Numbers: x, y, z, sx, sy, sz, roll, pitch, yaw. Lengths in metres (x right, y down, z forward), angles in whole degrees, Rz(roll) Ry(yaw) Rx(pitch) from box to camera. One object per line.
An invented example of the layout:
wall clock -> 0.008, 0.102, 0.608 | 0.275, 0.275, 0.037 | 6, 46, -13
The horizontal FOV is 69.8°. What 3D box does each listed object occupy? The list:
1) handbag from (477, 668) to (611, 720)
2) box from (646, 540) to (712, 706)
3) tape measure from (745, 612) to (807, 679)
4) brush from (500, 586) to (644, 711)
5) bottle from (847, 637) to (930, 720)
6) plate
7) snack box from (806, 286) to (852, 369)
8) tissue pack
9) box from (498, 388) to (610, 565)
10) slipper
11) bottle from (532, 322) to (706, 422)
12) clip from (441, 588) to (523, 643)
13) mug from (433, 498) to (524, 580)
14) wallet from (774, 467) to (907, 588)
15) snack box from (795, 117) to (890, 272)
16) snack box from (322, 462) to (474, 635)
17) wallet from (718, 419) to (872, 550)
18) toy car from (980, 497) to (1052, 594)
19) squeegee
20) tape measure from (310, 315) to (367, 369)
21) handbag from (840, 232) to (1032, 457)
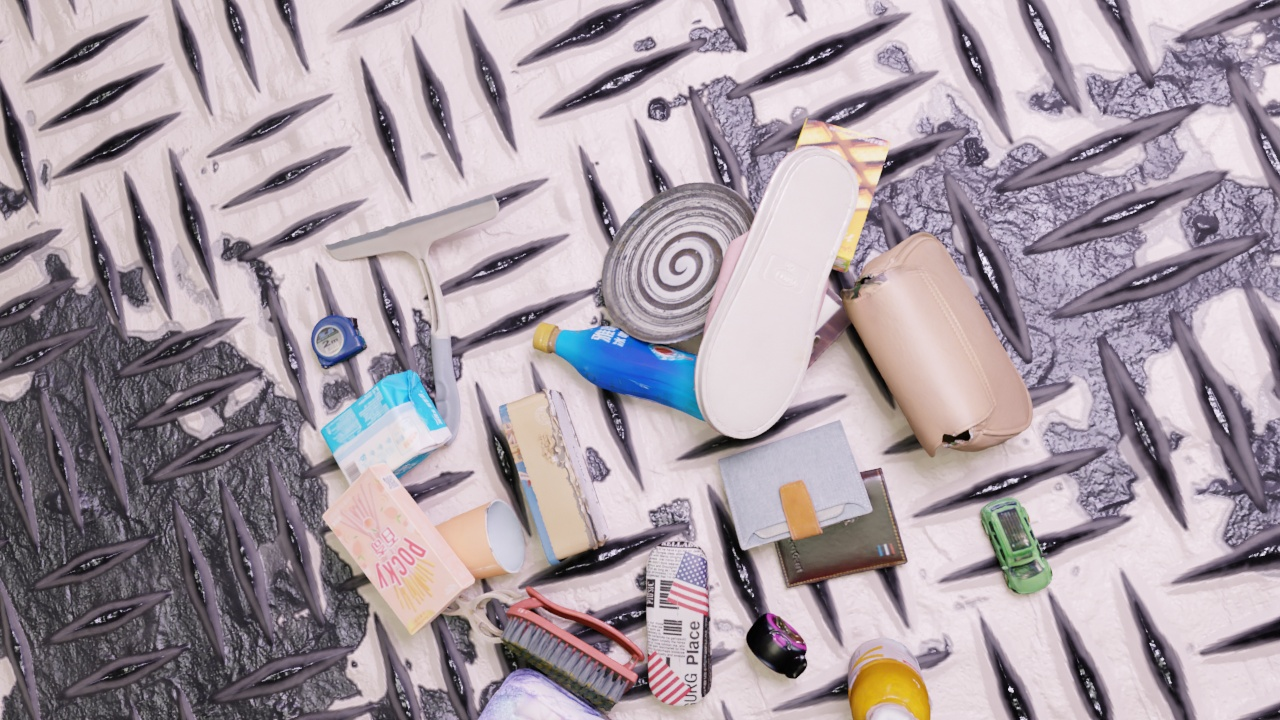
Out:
handbag -> -0.121, 0.420, 0.931 | 0.134, 0.075, 0.194 | 34, 96, 8
box -> 0.040, 0.263, 0.924 | 0.071, 0.057, 0.164 | 1, 88, -4
tape measure -> 0.134, 0.273, 0.890 | 0.058, 0.057, 0.039 | 37, 98, -4
brush -> -0.070, 0.288, 0.929 | 0.146, 0.063, 0.069 | 29, 58, 5
bottle -> 0.216, 0.294, 0.802 | 0.068, 0.189, 0.068 | -1, 85, 12
plate -> 0.041, -0.097, 0.923 | 0.180, 0.024, 0.179 | -12, 64, 27
snack box -> 0.131, -0.044, 0.909 | 0.125, 0.053, 0.113 | 45, 96, 11
tissue pack -> -0.272, 0.079, 0.978 | 0.140, 0.063, 0.090 | -35, 80, 27
box -> -0.084, 0.121, 0.931 | 0.060, 0.090, 0.184 | -18, 82, 4
slipper -> 0.119, -0.061, 0.839 | 0.114, 0.054, 0.274 | 14, 100, -20
bottle -> -0.006, 0.005, 0.930 | 0.219, 0.065, 0.065 | 17, 91, 12
clip -> -0.168, 0.253, 0.972 | 0.103, 0.035, 0.092 | 32, 98, 20
mug -> -0.193, 0.198, 0.961 | 0.123, 0.078, 0.078 | -18, 83, 16
wallet -> 0.190, 0.165, 0.904 | 0.122, 0.020, 0.096 | -15, 84, 14
snack box -> 0.181, -0.162, 0.892 | 0.087, 0.034, 0.140 | 19, 74, 9
snack box -> -0.246, 0.189, 0.928 | 0.085, 0.026, 0.157 | -44, 79, 18
wallet -> 0.147, 0.122, 0.889 | 0.130, 0.037, 0.106 | -19, 55, 10
toy car -> 0.352, 0.175, 0.859 | 0.043, 0.036, 0.091 | -23, 86, 9
squeegee -> -0.222, -0.031, 0.996 | 0.247, 0.039, 0.246 | -10, 91, 30
tape measure -> -0.339, -0.024, 1.028 | 0.058, 0.025, 0.054 | -26, 80, 6
handbag -> 0.264, -0.009, 0.835 | 0.100, 0.147, 0.204 | -35, 77, 38
